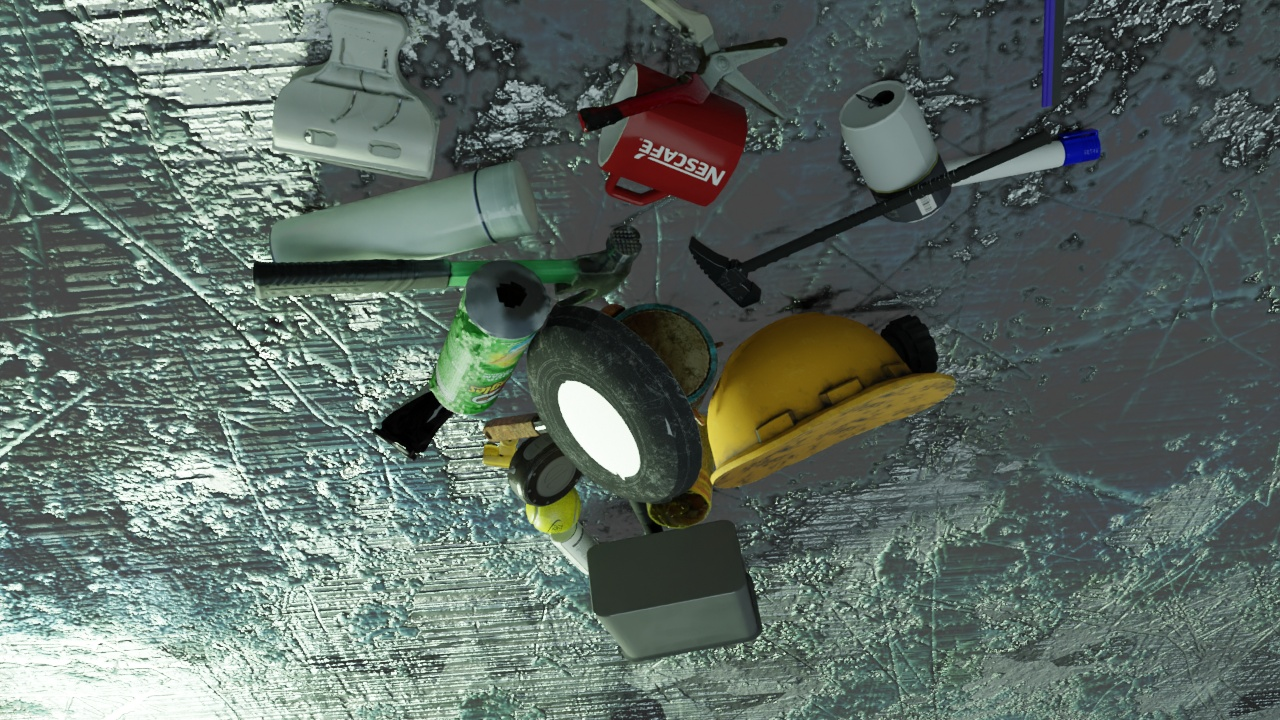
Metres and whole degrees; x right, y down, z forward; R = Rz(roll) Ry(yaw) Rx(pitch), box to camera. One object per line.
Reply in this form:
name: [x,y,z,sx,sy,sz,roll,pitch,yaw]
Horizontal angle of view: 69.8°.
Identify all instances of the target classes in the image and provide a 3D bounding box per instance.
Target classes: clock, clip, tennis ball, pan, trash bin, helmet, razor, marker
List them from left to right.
clip: [-0.221,-0.198,0.724,0.126,0.110,0.151,8,143,-14]
razor: [-0.216,0.045,0.976,0.156,0.060,0.057,-45,112,9]
clip: [-0.153,0.103,1.051,0.054,0.046,0.048,10,157,-11]
clock: [-0.104,0.115,1.038,0.122,0.044,0.091,-38,142,-19]
tennis ball: [-0.103,0.174,1.094,0.065,0.065,0.065,-2,134,-2]
pan: [-0.077,0.059,0.883,0.358,0.040,0.207,-16,107,53]
clock: [-0.006,0.005,0.900,0.157,0.121,0.073,16,153,-1]
trash bin: [0.047,0.296,1.160,0.192,0.097,0.220,-12,148,5]
helmet: [0.166,0.021,0.916,0.255,0.131,0.205,-20,164,-10]
marker: [0.335,-0.179,0.814,0.133,0.023,0.027,-10,112,6]

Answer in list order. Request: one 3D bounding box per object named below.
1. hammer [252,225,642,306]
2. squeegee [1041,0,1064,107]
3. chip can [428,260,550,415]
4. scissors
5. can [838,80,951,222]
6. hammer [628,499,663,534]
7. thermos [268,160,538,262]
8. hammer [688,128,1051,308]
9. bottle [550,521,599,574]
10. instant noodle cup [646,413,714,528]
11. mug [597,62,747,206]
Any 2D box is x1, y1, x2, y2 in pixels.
hammer: [-0.167,-0.075,0.804,0.318,0.032,0.130,-4,163,-19]
squeegee: [0.211,-0.299,0.669,0.185,0.055,0.250,-8,116,4]
chip can: [-0.141,-0.016,0.831,0.075,0.075,0.224,13,157,-16]
scissors: [0.023,-0.241,0.697,0.198,0.015,0.179,-31,98,-22]
can: [0.214,-0.179,0.777,0.064,0.064,0.127,-25,130,19]
hammer: [-0.016,0.130,1.040,0.029,0.127,0.324,-19,140,2]
thermos: [-0.207,-0.117,0.809,0.230,0.067,0.068,-12,133,7]
hammer: [0.185,-0.127,0.790,0.326,0.015,0.095,-21,131,41]
bottle: [-0.071,0.248,1.185,0.041,0.041,0.116,-21,131,16]
instant noodle cup: [0.042,0.124,1.026,0.102,0.108,0.102,0,133,-1]
mug: [0.019,-0.174,0.761,0.096,0.080,0.117,16,137,-18]
